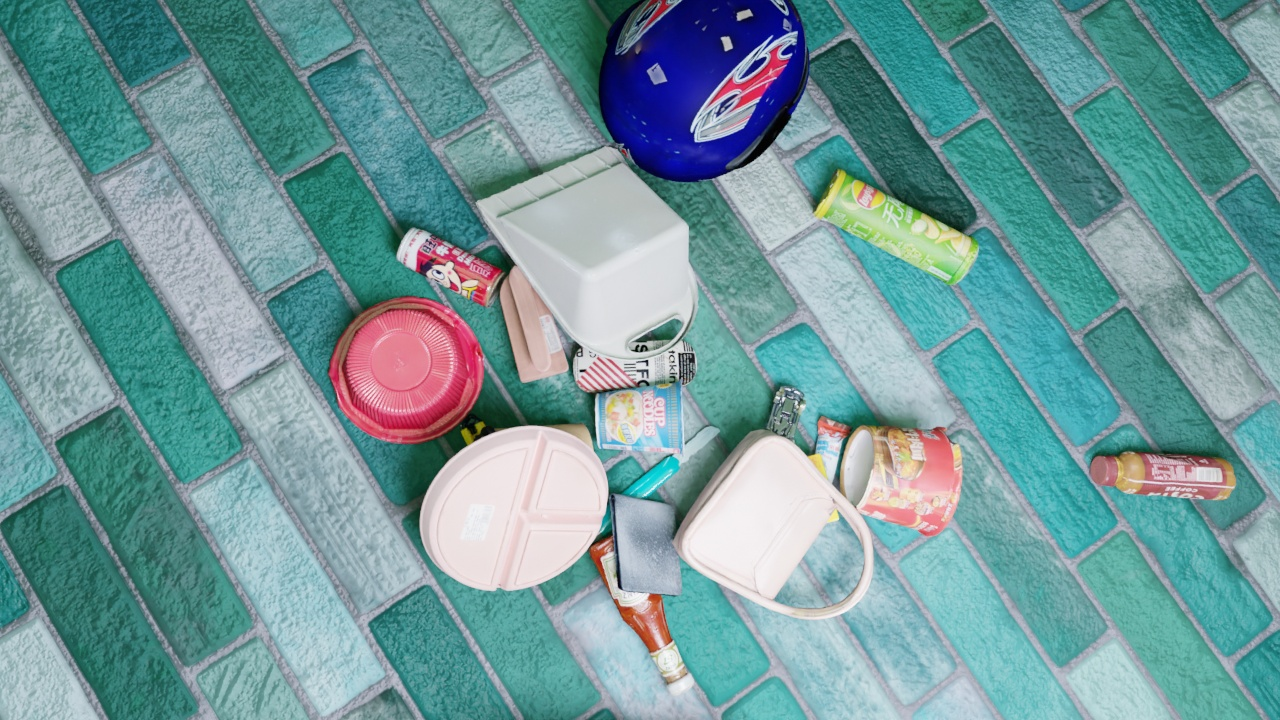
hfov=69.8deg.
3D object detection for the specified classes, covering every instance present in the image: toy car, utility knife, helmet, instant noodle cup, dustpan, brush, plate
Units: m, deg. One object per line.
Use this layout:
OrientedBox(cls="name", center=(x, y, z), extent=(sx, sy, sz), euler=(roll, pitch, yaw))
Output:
OrientedBox(cls="toy car", center=(0.185, 0.078, 1.200), extent=(0.043, 0.034, 0.090), euler=(18, 81, -5))
OrientedBox(cls="utility knife", center=(-0.184, 0.145, 1.162), extent=(0.033, 0.015, 0.171), euler=(-26, 83, -9))
OrientedBox(cls="helmet", center=(0.096, -0.378, 1.170), extent=(0.315, 0.241, 0.247), euler=(-43, 88, -12))
OrientedBox(cls="instant noodle cup", center=(-0.001, 0.075, 1.158), extent=(0.110, 0.099, 0.099), euler=(-3, 80, 2))
OrientedBox(cls="instant noodle cup", center=(0.319, 0.145, 1.145), extent=(0.108, 0.138, 0.137), euler=(10, 79, -7))
OrientedBox(cls="dustpan", center=(-0.047, -0.128, 1.192), extent=(0.222, 0.143, 0.258), euler=(-30, 52, -27))
OrientedBox(cls="instant noodle cup", center=(-0.297, 0.007, 1.152), extent=(0.194, 0.066, 0.193), euler=(1, 81, -4))
OrientedBox(cls="brush", center=(-0.140, -0.048, 1.173), extent=(0.063, 0.073, 0.145), euler=(-15, 80, -7))
OrientedBox(cls="plate", center=(-0.143, 0.182, 1.082), extent=(0.229, 0.028, 0.230), euler=(-10, 121, -18))
OrientedBox(cls="utility knife", center=(0.017, 0.155, 1.180), extent=(0.218, 0.013, 0.029), euler=(-39, 73, -8))

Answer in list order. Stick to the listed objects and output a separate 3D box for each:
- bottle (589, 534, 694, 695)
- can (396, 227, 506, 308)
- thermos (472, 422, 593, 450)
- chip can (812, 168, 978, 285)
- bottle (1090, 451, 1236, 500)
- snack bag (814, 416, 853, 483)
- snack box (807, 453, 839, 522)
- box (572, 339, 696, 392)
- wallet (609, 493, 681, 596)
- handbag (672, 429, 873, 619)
OrientedBox(cls="bottle", center=(0.005, 0.310, 1.128), extent=(0.059, 0.060, 0.206), euler=(-26, 83, -9))
OrientedBox(cls="can", center=(-0.244, -0.121, 1.185), extent=(0.133, 0.053, 0.053), euler=(27, 78, 0))
OrientedBox(cls="thermos", center=(-0.135, 0.118, 1.130), extent=(0.143, 0.093, 0.093), euler=(-8, 80, -25))
OrientedBox(cls="chip can", center=(0.347, -0.178, 1.241), extent=(0.221, 0.073, 0.072), euler=(28, 78, 0))
OrientedBox(cls="bottle", center=(0.693, 0.152, 1.222), extent=(0.175, 0.057, 0.057), euler=(5, 79, -4))
OrientedBox(cls="snack bag", center=(0.243, 0.129, 1.200), extent=(0.048, 0.026, 0.104), euler=(18, 79, 7))
OrientedBox(cls="snack box", center=(0.173, 0.177, 1.170), extent=(0.140, 0.034, 0.087), euler=(-14, 82, 2))
OrientedBox(cls="box", center=(-0.007, 0.006, 1.188), extent=(0.164, 0.051, 0.068), euler=(-6, 95, -10))
OrientedBox(cls="wallet", center=(0.006, 0.227, 1.124), extent=(0.097, 0.019, 0.120), euler=(16, 55, -37))
OrientedBox(cls="handbag", center=(0.178, 0.217, 1.115), extent=(0.234, 0.093, 0.193), euler=(36, 87, 1))
